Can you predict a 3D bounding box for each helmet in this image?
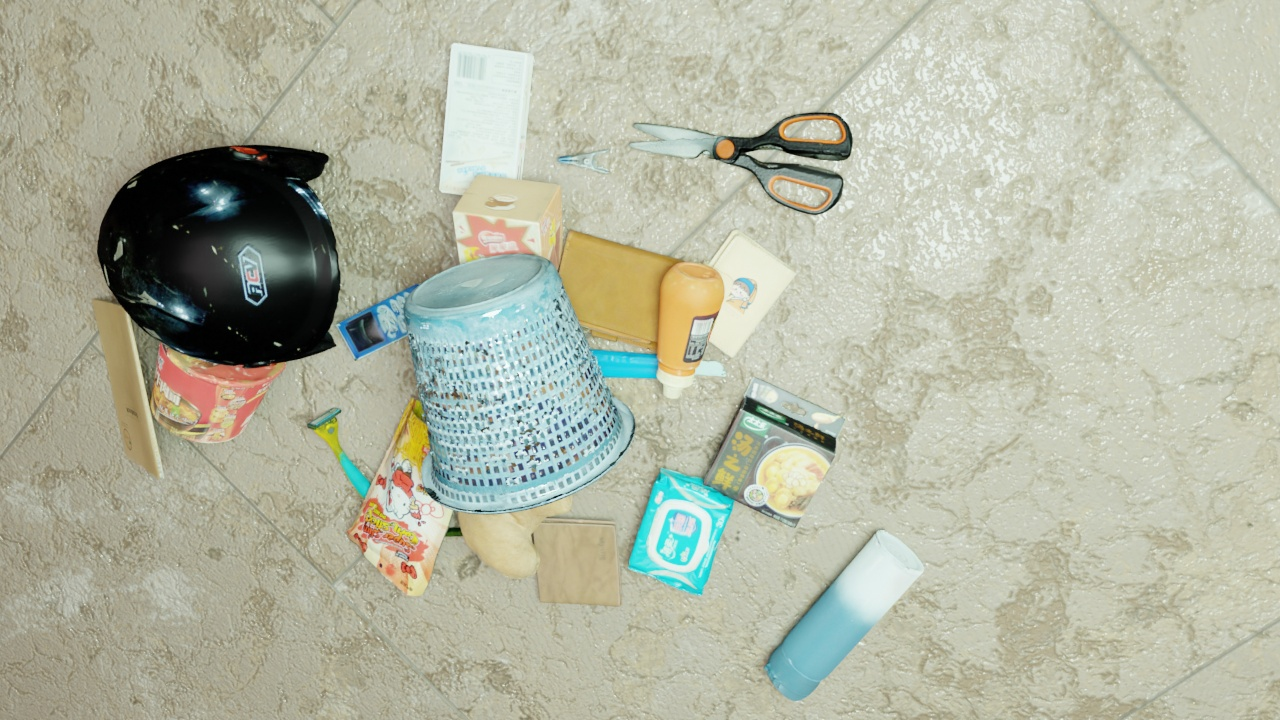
[{"bbox_3d":[-0.429,-0.108,0.968,0.275,0.229,0.233,16,111,47],"label":"helmet"}]

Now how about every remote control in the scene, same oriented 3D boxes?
[{"bbox_3d":[-0.291,-0.045,1.061,0.125,0.024,0.049,-23,98,15],"label":"remote control"}]

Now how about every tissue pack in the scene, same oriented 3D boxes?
[{"bbox_3d":[0.046,0.195,1.041,0.093,0.050,0.134,18,107,5],"label":"tissue pack"}]

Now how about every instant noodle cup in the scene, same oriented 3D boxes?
[{"bbox_3d":[-0.497,0.022,1.069,0.138,0.137,0.109,33,116,2],"label":"instant noodle cup"}]

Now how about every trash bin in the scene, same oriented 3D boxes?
[{"bbox_3d":[-0.133,0.008,0.910,0.227,0.226,0.195,-6,116,13],"label":"trash bin"}]

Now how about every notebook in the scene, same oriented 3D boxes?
[{"bbox_3d":[-0.621,0.032,1.111,0.148,0.008,0.208,10,109,47],"label":"notebook"}]

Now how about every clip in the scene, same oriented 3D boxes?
[{"bbox_3d":[-0.060,-0.212,0.975,0.056,0.024,0.026,2,107,5],"label":"clip"}]

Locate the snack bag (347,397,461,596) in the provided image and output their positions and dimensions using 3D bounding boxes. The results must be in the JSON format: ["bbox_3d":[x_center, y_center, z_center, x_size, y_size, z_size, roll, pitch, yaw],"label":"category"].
[{"bbox_3d":[-0.267,0.157,1.072,0.129,0.073,0.208,30,103,23],"label":"snack bag"}]

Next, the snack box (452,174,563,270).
[{"bbox_3d":[-0.136,-0.131,0.964,0.093,0.076,0.094,9,132,9],"label":"snack box"}]

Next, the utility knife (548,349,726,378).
[{"bbox_3d":[-0.006,0.006,1.020,0.203,0.018,0.034,3,108,10],"label":"utility knife"}]

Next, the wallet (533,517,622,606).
[{"bbox_3d":[-0.074,0.239,1.086,0.101,0.020,0.115,0,111,10],"label":"wallet"}]

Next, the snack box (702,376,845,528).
[{"bbox_3d":[0.146,0.101,1.002,0.113,0.053,0.126,25,112,4],"label":"snack box"}]

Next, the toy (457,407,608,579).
[{"bbox_3d":[-0.127,0.132,1.036,0.143,0.082,0.226,37,105,25],"label":"toy"}]

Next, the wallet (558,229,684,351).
[{"bbox_3d":[-0.027,-0.074,0.998,0.132,0.031,0.108,16,103,7],"label":"wallet"}]

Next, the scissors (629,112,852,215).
[{"bbox_3d":[0.106,-0.228,0.942,0.234,0.021,0.161,35,102,5],"label":"scissors"}]

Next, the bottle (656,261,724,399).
[{"bbox_3d":[0.045,-0.026,0.964,0.067,0.066,0.150,14,117,7],"label":"bottle"}]

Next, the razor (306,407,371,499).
[{"bbox_3d":[-0.353,0.123,1.114,0.028,0.043,0.132,-19,105,42],"label":"razor"}]

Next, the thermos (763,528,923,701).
[{"bbox_3d":[0.222,0.289,1.025,0.070,0.070,0.221,35,109,1],"label":"thermos"}]

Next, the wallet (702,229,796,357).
[{"bbox_3d":[0.097,-0.073,0.978,0.087,0.024,0.115,37,110,4],"label":"wallet"}]

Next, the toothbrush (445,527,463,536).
[{"bbox_3d":[-0.189,0.210,1.112,0.186,0.012,0.017,-4,114,12],"label":"toothbrush"}]

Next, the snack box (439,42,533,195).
[{"bbox_3d":[-0.165,-0.253,0.982,0.085,0.026,0.157,10,106,8],"label":"snack box"}]
